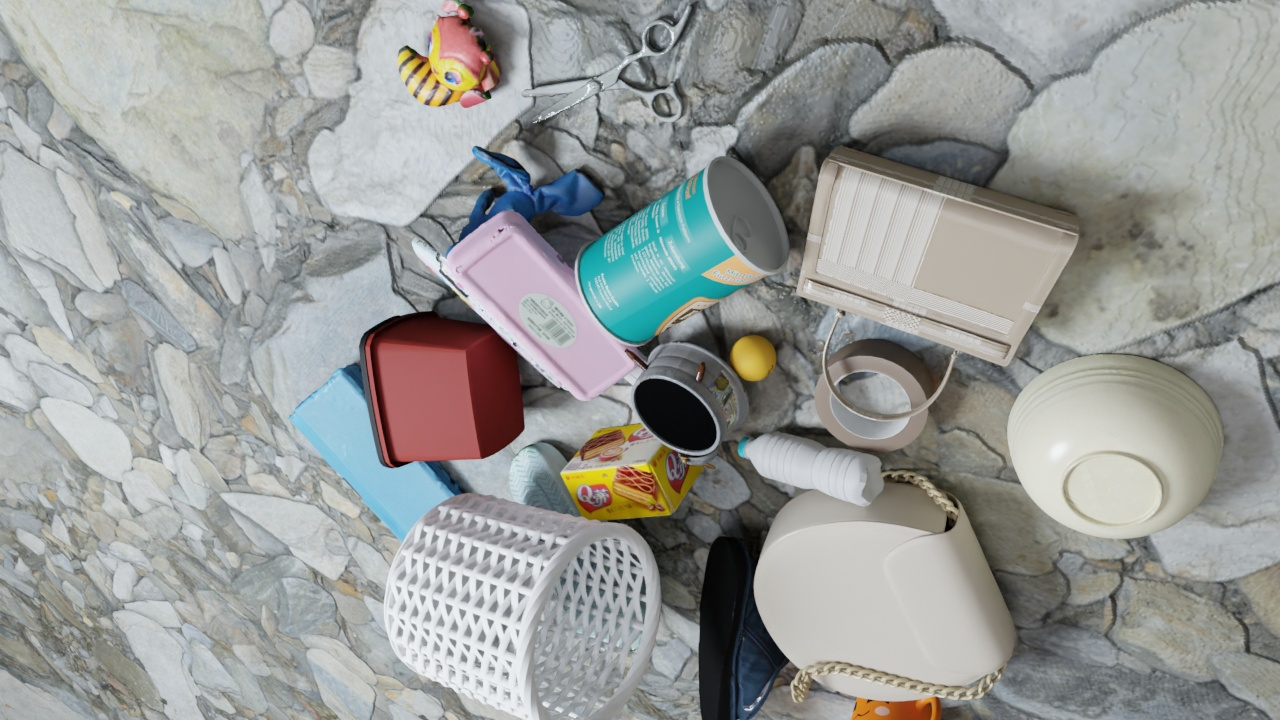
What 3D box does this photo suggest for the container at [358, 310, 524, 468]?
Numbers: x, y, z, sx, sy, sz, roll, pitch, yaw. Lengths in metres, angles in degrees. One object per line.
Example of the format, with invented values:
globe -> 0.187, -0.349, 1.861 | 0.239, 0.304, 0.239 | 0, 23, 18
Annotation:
container -> -0.227, 0.026, 0.925 | 0.201, 0.126, 0.148 | 2, 108, 24

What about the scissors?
scissors -> -0.027, -0.235, 0.735 | 0.153, 0.014, 0.131 | 19, 126, 12

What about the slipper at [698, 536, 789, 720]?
slipper -> 0.110, 0.294, 0.947 | 0.083, 0.108, 0.266 | -2, 115, -7

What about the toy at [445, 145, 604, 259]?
toy -> -0.128, -0.126, 0.822 | 0.113, 0.070, 0.177 | 41, 129, -15

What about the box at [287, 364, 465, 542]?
box -> -0.317, 0.132, 1.085 | 0.176, 0.060, 0.232 | -33, 101, 39

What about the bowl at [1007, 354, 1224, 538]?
bowl -> 0.355, 0.078, 0.692 | 0.151, 0.075, 0.151 | 13, 124, 19

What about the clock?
clock -> 0.046, 0.045, 0.824 | 0.104, 0.056, 0.148 | 11, 132, 34

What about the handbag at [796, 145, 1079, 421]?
handbag -> 0.201, -0.039, 0.695 | 0.176, 0.062, 0.198 | 21, 120, 15

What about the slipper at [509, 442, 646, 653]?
slipper -> -0.055, 0.195, 0.979 | 0.104, 0.074, 0.245 | -33, 85, 40

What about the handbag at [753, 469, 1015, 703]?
handbag -> 0.212, 0.216, 0.833 | 0.209, 0.103, 0.211 | -18, 111, 30

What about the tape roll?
tape roll -> 0.196, 0.030, 0.772 | 0.094, 0.030, 0.094 | 13, 124, 20

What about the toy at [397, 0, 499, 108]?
toy -> -0.159, -0.252, 0.774 | 0.104, 0.046, 0.084 | -16, 117, 37

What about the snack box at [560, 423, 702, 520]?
snack box -> -0.007, 0.107, 0.890 | 0.106, 0.083, 0.061 | -10, 112, 32

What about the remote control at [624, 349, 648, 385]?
remote control -> -0.005, 0.005, 0.871 | 0.131, 0.012, 0.033 | 40, 131, 0

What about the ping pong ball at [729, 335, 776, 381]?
ping pong ball -> 0.098, -0.002, 0.796 | 0.040, 0.040, 0.040 | 13, 124, 20

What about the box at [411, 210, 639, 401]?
box -> -0.101, -0.051, 0.819 | 0.111, 0.101, 0.201 | -37, 129, 7

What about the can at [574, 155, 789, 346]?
can -> 0.032, -0.085, 0.742 | 0.144, 0.099, 0.099 | -28, 104, 37

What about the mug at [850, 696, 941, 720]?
mug -> 0.256, 0.374, 0.911 | 0.077, 0.095, 0.113 | 41, 129, -1

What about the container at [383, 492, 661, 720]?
container -> -0.109, 0.231, 0.863 | 0.187, 0.188, 0.189 | 6, 122, 37

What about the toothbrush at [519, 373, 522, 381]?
toothbrush -> -0.165, 0.052, 0.981 | 0.021, 0.016, 0.135 | 47, 128, -1

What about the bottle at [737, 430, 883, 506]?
bottle -> 0.147, 0.092, 0.814 | 0.136, 0.044, 0.044 | 12, 125, 41
